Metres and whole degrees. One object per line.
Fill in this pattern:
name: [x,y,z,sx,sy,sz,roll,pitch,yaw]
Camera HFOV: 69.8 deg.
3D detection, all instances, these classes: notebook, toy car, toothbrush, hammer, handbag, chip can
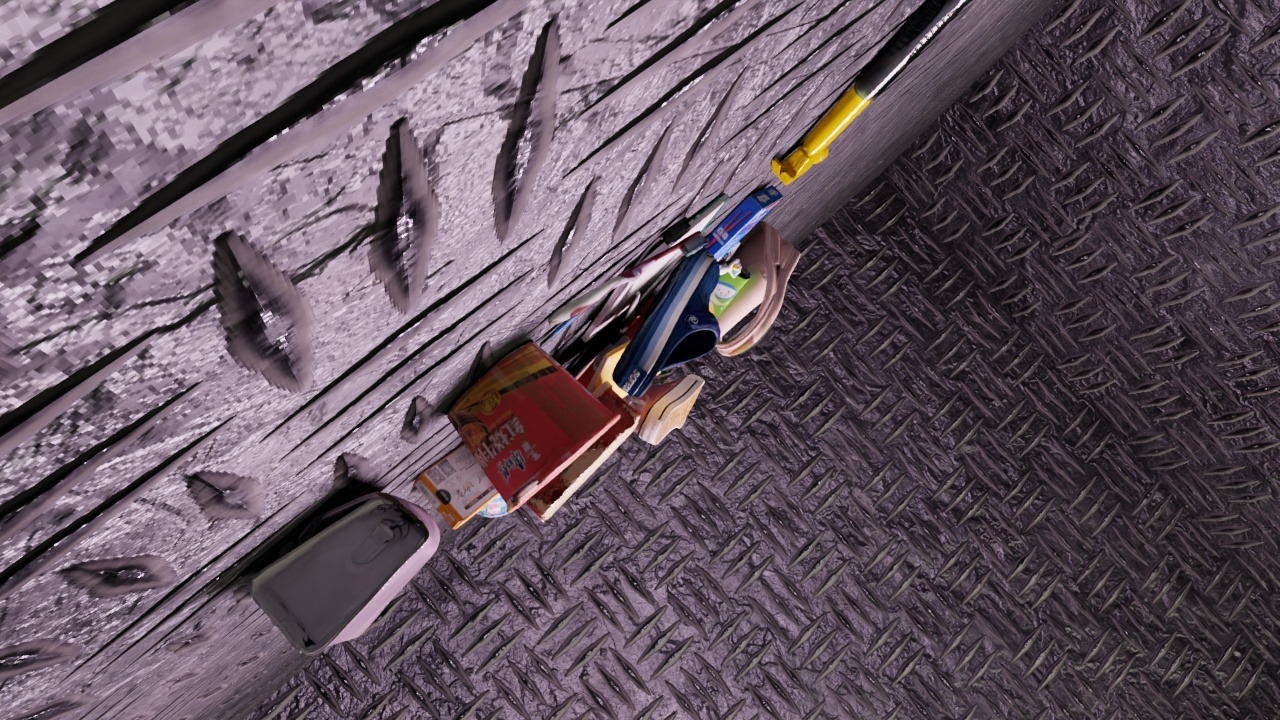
notebook: [-0.007,0.007,1.186,0.205,0.010,0.146,-31,159,-46]
toy car: [0.103,-0.143,1.337,0.105,0.031,0.049,-39,174,-17]
toothbrush: [-0.009,-0.075,0.850,0.187,0.017,0.016,-32,169,-26]
hammer: [0.240,-0.288,0.979,0.128,0.033,0.302,-40,177,-40]
toothbrush: [0.113,-0.125,1.274,0.189,0.020,0.029,-23,126,-71]
notebook: [0.013,-0.097,1.024,0.150,0.012,0.210,-42,178,-24]
handbag: [0.166,-0.097,1.458,0.194,0.093,0.233,-45,-160,27]
handbag: [-0.261,0.188,0.854,0.144,0.098,0.197,-39,175,-13]
chip can: [0.073,-0.062,1.436,0.236,0.072,0.072,-51,174,18]
toothbrush: [-0.025,-0.073,0.886,0.189,0.016,0.014,-41,172,4]

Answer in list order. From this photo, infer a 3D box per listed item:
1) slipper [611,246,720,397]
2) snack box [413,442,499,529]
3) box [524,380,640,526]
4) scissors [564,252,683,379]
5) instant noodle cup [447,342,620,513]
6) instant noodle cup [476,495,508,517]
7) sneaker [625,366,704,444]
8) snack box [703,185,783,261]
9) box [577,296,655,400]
slipper: [0.051,-0.043,1.080,0.105,0.095,0.252,-50,-176,43]
snack box: [-0.193,0.132,1.109,0.153,0.075,0.026,-38,175,-48]
box: [-0.072,0.114,1.089,0.168,0.077,0.091,-45,171,-14]
scissors: [-0.031,-0.037,1.047,0.220,0.021,0.233,-48,179,-8]
instant noodle cup: [-0.103,0.056,0.854,0.138,0.108,0.138,-41,176,-3]
instant noodle cup: [-0.197,0.149,1.217,0.099,0.099,0.110,-40,170,-22]
sneaker: [0.028,0.059,1.387,0.118,0.088,0.240,-64,168,19]
snack box: [0.114,-0.163,1.203,0.158,0.026,0.084,-43,176,34]
box: [-0.012,0.006,1.315,0.201,0.100,0.095,-42,-141,9]
